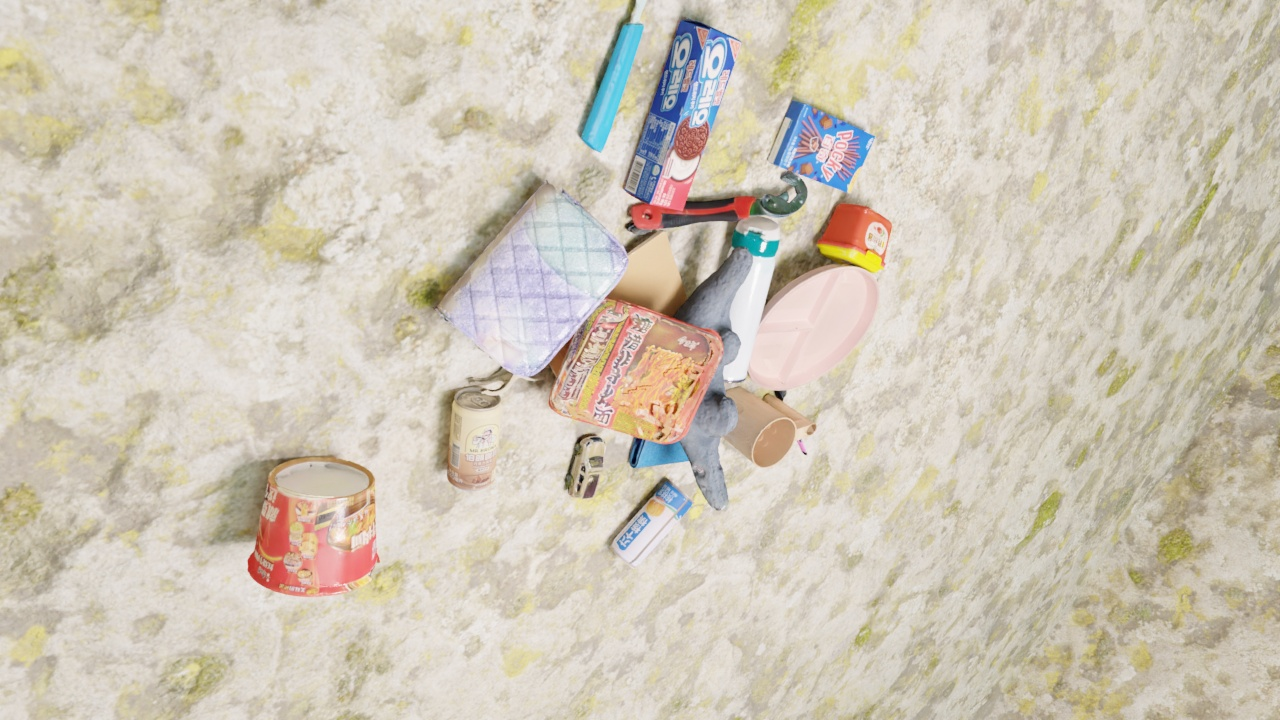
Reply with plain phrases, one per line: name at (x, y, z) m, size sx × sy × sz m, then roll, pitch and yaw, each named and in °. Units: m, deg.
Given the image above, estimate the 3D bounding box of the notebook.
notebook at (-0.033, -0.055, 1.159) m, size 0.207 × 0.008 × 0.148 m, roll -37°, pitch 139°, yaw -13°

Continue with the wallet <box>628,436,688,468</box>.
wallet at (0.053, 0.104, 1.316) m, size 0.132 × 0.040 × 0.106 m, roll -3°, pitch 122°, yaw -37°

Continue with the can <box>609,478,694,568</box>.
can at (0.017, 0.242, 1.360) m, size 0.134 × 0.053 × 0.053 m, roll -48°, pitch 135°, yaw -3°

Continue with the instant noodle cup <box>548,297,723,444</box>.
instant noodle cup at (-0.007, 0.007, 1.131) m, size 0.188 × 0.079 × 0.165 m, roll 18°, pitch 111°, yaw -17°

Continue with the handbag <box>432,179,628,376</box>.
handbag at (-0.116, -0.086, 1.019) m, size 0.134 × 0.075 × 0.194 m, roll 42°, pitch 87°, yaw -13°

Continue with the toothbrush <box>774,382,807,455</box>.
toothbrush at (0.245, 0.097, 1.475) m, size 0.017 × 0.014 × 0.189 m, roll -49°, pitch 137°, yaw -19°

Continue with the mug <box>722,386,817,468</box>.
mug at (0.180, 0.091, 1.357) m, size 0.124 × 0.103 × 0.084 m, roll -17°, pitch 125°, yaw -30°

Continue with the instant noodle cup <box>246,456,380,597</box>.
instant noodle cup at (-0.348, 0.173, 0.988) m, size 0.137 × 0.138 × 0.109 m, roll -2°, pitch 109°, yaw -37°

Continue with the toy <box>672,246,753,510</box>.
toy at (0.082, 0.023, 1.208) m, size 0.091 × 0.138 × 0.357 m, roll -13°, pitch 110°, yaw -46°

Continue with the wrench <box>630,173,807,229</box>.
wrench at (0.107, -0.196, 1.166) m, size 0.272 × 0.016 × 0.056 m, roll -15°, pitch 81°, yaw -29°

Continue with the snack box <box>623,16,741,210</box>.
snack box at (0.047, -0.280, 1.056) m, size 0.058 × 0.057 × 0.208 m, roll 3°, pitch 114°, yaw -42°

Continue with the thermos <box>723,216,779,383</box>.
thermos at (0.137, -0.084, 1.244) m, size 0.073 × 0.073 × 0.225 m, roll -6°, pitch 120°, yaw -35°

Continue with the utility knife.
utility knife at (-0.021, -0.326, 1.002) m, size 0.034 × 0.018 × 0.199 m, roll 1°, pitch 116°, yaw -51°

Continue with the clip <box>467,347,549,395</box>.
clip at (-0.155, 0.001, 1.092) m, size 0.102 × 0.035 × 0.093 m, roll -23°, pitch 130°, yaw -31°

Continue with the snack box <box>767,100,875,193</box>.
snack box at (0.244, -0.283, 1.228) m, size 0.157 × 0.026 × 0.085 m, roll 8°, pitch 110°, yaw -40°

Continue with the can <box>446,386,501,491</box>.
can at (-0.199, 0.095, 1.098) m, size 0.058 × 0.058 × 0.116 m, roll -9°, pitch 121°, yaw -34°

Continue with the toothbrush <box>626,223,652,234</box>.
toothbrush at (0.063, -0.183, 1.159) m, size 0.188 × 0.017 × 0.014 m, roll -18°, pitch 136°, yaw -30°

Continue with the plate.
plate at (0.249, -0.049, 1.346) m, size 0.229 × 0.028 × 0.230 m, roll -19°, pitch 139°, yaw -18°

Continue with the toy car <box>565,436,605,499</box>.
toy car at (-0.071, 0.145, 1.246) m, size 0.042 × 0.035 × 0.090 m, roll -1°, pitch 115°, yaw -39°

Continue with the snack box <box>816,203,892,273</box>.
snack box at (0.309, -0.177, 1.314) m, size 0.091 × 0.082 × 0.080 m, roll 17°, pitch 91°, yaw -44°
